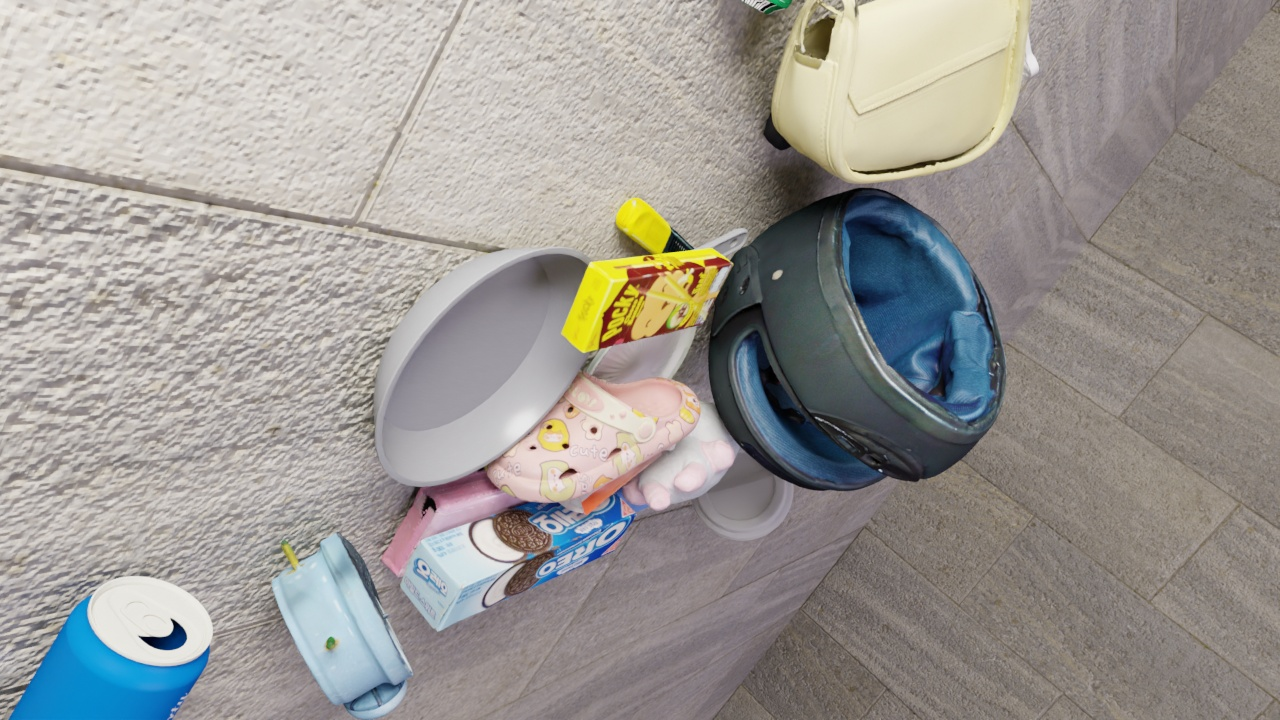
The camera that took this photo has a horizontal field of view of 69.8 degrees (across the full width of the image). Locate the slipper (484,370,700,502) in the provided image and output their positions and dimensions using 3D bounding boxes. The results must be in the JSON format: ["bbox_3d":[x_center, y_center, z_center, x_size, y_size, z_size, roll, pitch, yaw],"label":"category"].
[{"bbox_3d":[-0.036,0.048,0.762,0.197,0.093,0.082,-20,128,-25],"label":"slipper"}]

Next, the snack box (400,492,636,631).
[{"bbox_3d":[-0.098,0.161,0.794,0.225,0.059,0.059,-10,135,-53],"label":"snack box"}]

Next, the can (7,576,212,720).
[{"bbox_3d":[-0.319,0.205,0.539,0.146,0.079,0.078,-55,155,12],"label":"can"}]

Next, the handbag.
[{"bbox_3d":[0.200,-0.223,0.712,0.232,0.088,0.191,-25,142,-25],"label":"handbag"}]

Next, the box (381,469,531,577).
[{"bbox_3d":[-0.122,0.130,0.824,0.232,0.037,0.098,-7,138,-56],"label":"box"}]

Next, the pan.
[{"bbox_3d":[-0.050,-0.034,0.680,0.355,0.051,0.201,-34,152,-33],"label":"pan"}]

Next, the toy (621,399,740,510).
[{"bbox_3d":[0.035,0.097,0.905,0.139,0.101,0.179,-24,-166,9],"label":"toy"}]

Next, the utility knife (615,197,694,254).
[{"bbox_3d":[0.031,-0.089,0.776,0.029,0.020,0.213,-49,155,6],"label":"utility knife"}]

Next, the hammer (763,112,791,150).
[{"bbox_3d":[0.225,-0.256,0.835,0.311,0.035,0.140,-28,158,-35],"label":"hammer"}]

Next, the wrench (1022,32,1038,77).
[{"bbox_3d":[0.315,-0.341,0.785,0.009,0.047,0.273,-34,141,8],"label":"wrench"}]

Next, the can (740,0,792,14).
[{"bbox_3d":[0.090,-0.271,0.570,0.053,0.053,0.101,-11,136,-54],"label":"can"}]

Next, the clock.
[{"bbox_3d":[-0.211,0.197,0.668,0.060,0.118,0.162,-27,143,-19],"label":"clock"}]

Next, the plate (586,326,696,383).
[{"bbox_3d":[-0.005,0.005,0.858,0.156,0.014,0.157,-38,154,-23],"label":"plate"}]

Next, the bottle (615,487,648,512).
[{"bbox_3d":[-0.005,0.142,1.017,0.131,0.048,0.048,-13,137,-53],"label":"bottle"}]

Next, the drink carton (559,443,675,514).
[{"bbox_3d":[-0.028,0.082,0.822,0.122,0.069,0.039,-34,158,-36],"label":"drink carton"}]

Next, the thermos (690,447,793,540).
[{"bbox_3d":[0.141,0.184,1.249,0.131,0.131,0.222,-47,163,-5],"label":"thermos"}]

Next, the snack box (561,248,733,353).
[{"bbox_3d":[0.008,-0.047,0.680,0.148,0.025,0.061,-15,137,-50],"label":"snack box"}]

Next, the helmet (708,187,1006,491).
[{"bbox_3d":[0.180,0.004,0.844,0.237,0.249,0.315,-47,-159,39],"label":"helmet"}]
